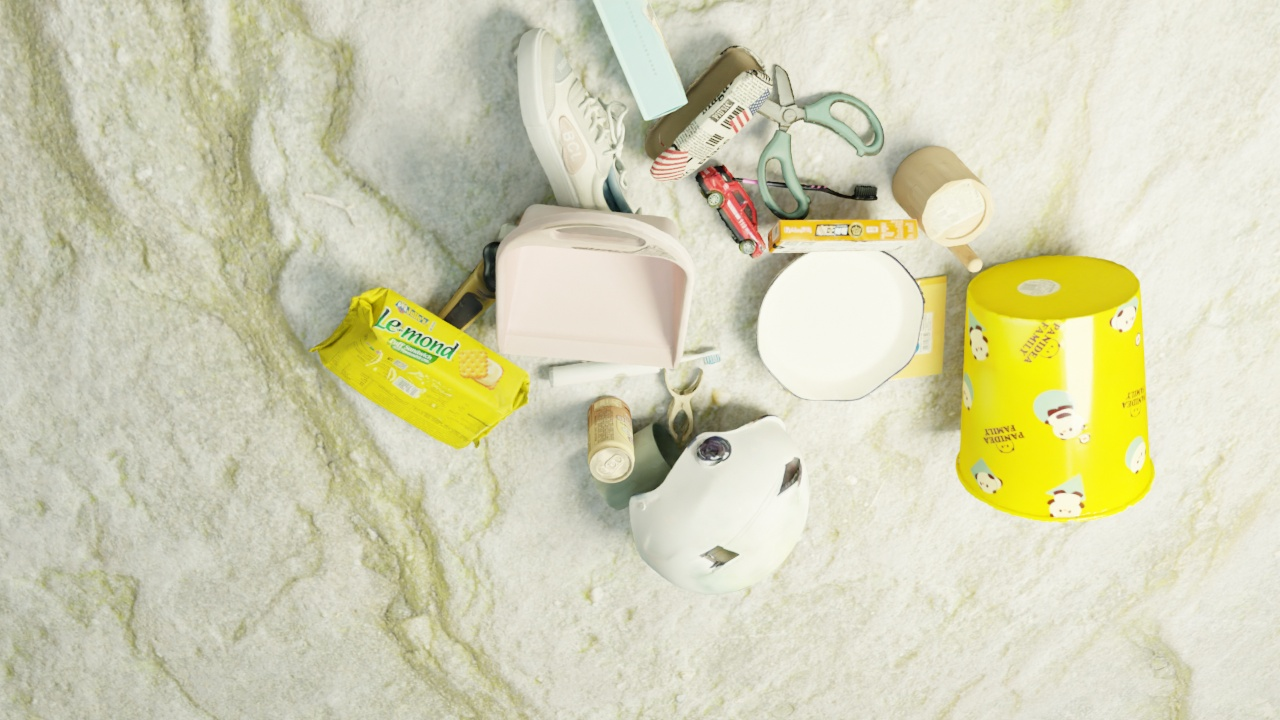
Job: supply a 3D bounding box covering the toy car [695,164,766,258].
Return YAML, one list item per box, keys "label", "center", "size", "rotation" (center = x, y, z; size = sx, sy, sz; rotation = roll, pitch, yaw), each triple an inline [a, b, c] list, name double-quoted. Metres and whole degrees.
- label: "toy car"
  center: [0.109, -0.172, 1.054]
  size: [0.045, 0.052, 0.120]
  rotation: [-32, 116, 10]

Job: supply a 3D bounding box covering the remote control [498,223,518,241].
- label: "remote control"
  center: [-0.092, -0.125, 1.069]
  size: [0.150, 0.058, 0.021]
  rotation: [17, 88, -13]

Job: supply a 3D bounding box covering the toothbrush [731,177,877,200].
- label: "toothbrush"
  center: [0.190, -0.199, 1.045]
  size: [0.189, 0.014, 0.018]
  rotation: [3, 111, -20]

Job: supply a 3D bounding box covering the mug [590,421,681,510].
- label: "mug"
  center: [0.006, 0.150, 1.239]
  size: [0.103, 0.083, 0.124]
  rotation: [-31, 143, 16]

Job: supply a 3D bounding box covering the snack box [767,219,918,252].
- label: "snack box"
  center: [0.225, -0.140, 1.032]
  size: [0.154, 0.075, 0.026]
  rotation: [-1, 88, -2]

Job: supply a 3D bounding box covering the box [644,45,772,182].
- label: "box"
  center: [0.070, -0.252, 0.975]
  size: [0.076, 0.087, 0.163]
  rotation: [41, 119, -16]

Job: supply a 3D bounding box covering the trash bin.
- label: "trash bin"
  center: [0.495, 0.025, 1.107]
  size: [0.230, 0.229, 0.255]
  rotation: [-11, 116, 3]

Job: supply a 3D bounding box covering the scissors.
- label: "scissors"
  center: [0.180, -0.230, 1.016]
  size: [0.170, 0.019, 0.181]
  rotation: [18, 97, -14]

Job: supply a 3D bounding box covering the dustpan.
- label: "dustpan"
  center: [-0.054, -0.062, 0.986]
  size: [0.222, 0.138, 0.274]
  rotation: [3, 126, -2]

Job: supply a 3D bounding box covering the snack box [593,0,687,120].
- label: "snack box"
  center: [-0.008, -0.339, 0.933]
  size: [0.052, 0.074, 0.175]
  rotation: [-21, 120, 10]

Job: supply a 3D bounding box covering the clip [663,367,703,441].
- label: "clip"
  center: [0.049, 0.057, 1.204]
  size: [0.066, 0.034, 0.099]
  rotation: [-1, 117, -2]

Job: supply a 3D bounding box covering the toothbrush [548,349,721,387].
- label: "toothbrush"
  center: [-0.007, 0.007, 1.173]
  size: [0.221, 0.027, 0.026]
  rotation: [-8, 80, 1]

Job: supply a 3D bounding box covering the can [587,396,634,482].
- label: "can"
  center: [-0.039, 0.100, 1.175]
  size: [0.058, 0.116, 0.059]
  rotation: [-1, 121, -2]

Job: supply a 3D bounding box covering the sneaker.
- label: "sneaker"
  center: [-0.059, -0.236, 0.981]
  size: [0.091, 0.089, 0.242]
  rotation: [-5, 127, 18]

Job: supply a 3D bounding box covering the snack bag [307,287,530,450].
- label: "snack bag"
  center: [-0.264, 0.017, 1.113]
  size: [0.246, 0.068, 0.158]
  rotation: [34, 137, -21]

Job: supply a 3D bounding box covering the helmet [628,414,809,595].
- label: "helmet"
  center: [0.125, 0.204, 1.183]
  size: [0.258, 0.146, 0.229]
  rotation: [-34, 144, -8]

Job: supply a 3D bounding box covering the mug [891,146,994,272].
- label: "mug"
  center: [0.347, -0.169, 1.040]
  size: [0.084, 0.103, 0.125]
  rotation: [-24, 119, 11]

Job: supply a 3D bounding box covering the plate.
- label: "plate"
  center: [0.241, -0.048, 1.127]
  size: [0.205, 0.045, 0.205]
  rotation: [-1, 112, -2]

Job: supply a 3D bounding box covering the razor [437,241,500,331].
- label: "razor"
  center: [-0.203, -0.070, 1.097]
  size: [0.062, 0.067, 0.168]
  rotation: [37, 119, -22]

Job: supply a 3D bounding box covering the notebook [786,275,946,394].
- label: "notebook"
  center: [0.287, -0.030, 1.176]
  size: [0.206, 0.010, 0.146]
  rotation: [-8, 121, 2]
